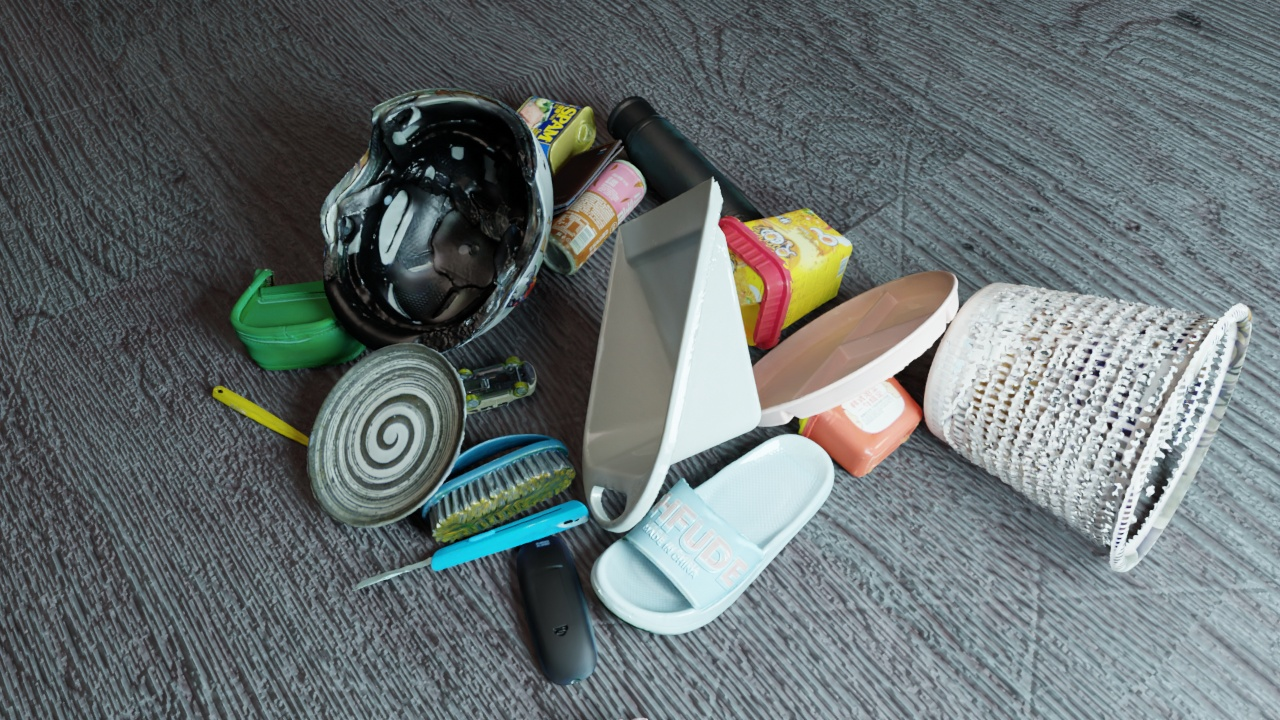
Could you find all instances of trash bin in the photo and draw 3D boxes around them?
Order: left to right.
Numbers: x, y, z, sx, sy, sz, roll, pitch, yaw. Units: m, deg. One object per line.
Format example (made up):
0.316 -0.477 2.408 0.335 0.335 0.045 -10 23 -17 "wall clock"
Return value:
0.359 0.032 0.770 0.192 0.228 0.227 27 59 38 "trash bin"

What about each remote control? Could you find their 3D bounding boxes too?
-0.073 0.206 0.780 0.053 0.024 0.136 -16 53 -8 "remote control"

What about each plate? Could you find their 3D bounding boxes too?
-0.234 0.070 0.855 0.180 0.024 0.179 -9 65 21 "plate"
0.183 -0.009 0.828 0.229 0.230 0.028 -37 101 -21 "plate"

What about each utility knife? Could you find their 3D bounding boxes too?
-0.151 0.167 0.817 0.216 0.018 0.034 -18 14 -7 "utility knife"

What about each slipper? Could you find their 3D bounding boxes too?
0.070 0.139 0.787 0.245 0.074 0.104 -34 58 -21 "slipper"

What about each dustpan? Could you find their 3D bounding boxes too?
-0.005 0.005 0.797 0.142 0.223 0.258 -19 94 -21 "dustpan"

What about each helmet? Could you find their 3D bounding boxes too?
-0.194 -0.134 0.958 0.230 0.156 0.274 19 93 13 "helmet"

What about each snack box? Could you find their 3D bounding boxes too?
0.203 0.052 0.839 0.091 0.082 0.080 -36 68 -19 "snack box"

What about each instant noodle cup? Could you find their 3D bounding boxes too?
0.140 -0.092 0.940 0.123 0.116 0.116 -24 53 -27 "instant noodle cup"

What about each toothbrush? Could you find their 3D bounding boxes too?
-0.361 0.065 0.921 0.190 0.017 0.015 24 61 22 "toothbrush"

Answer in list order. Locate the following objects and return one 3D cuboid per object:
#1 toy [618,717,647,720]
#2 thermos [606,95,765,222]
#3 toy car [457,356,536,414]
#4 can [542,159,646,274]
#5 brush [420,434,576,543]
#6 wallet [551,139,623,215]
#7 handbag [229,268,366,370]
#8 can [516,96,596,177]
-0.003 0.338 0.655 0.121 0.054 0.159 -8 52 9 "toy"
0.057 -0.206 1.050 0.068 0.090 0.242 -45 61 15 "thermos"
-0.148 0.027 0.918 0.090 0.035 0.042 -16 54 -7 "toy car"
-0.055 -0.163 1.038 0.058 0.058 0.147 26 59 23 "can"
-0.134 0.108 0.842 0.143 0.055 0.073 -24 56 -12 "brush"
-0.081 -0.203 1.052 0.097 0.020 0.122 -8 38 49 "wallet"
-0.359 -0.053 0.979 0.131 0.068 0.120 -7 52 0 "handbag"
-0.116 -0.276 1.132 0.083 0.057 0.101 19 56 21 "can"
